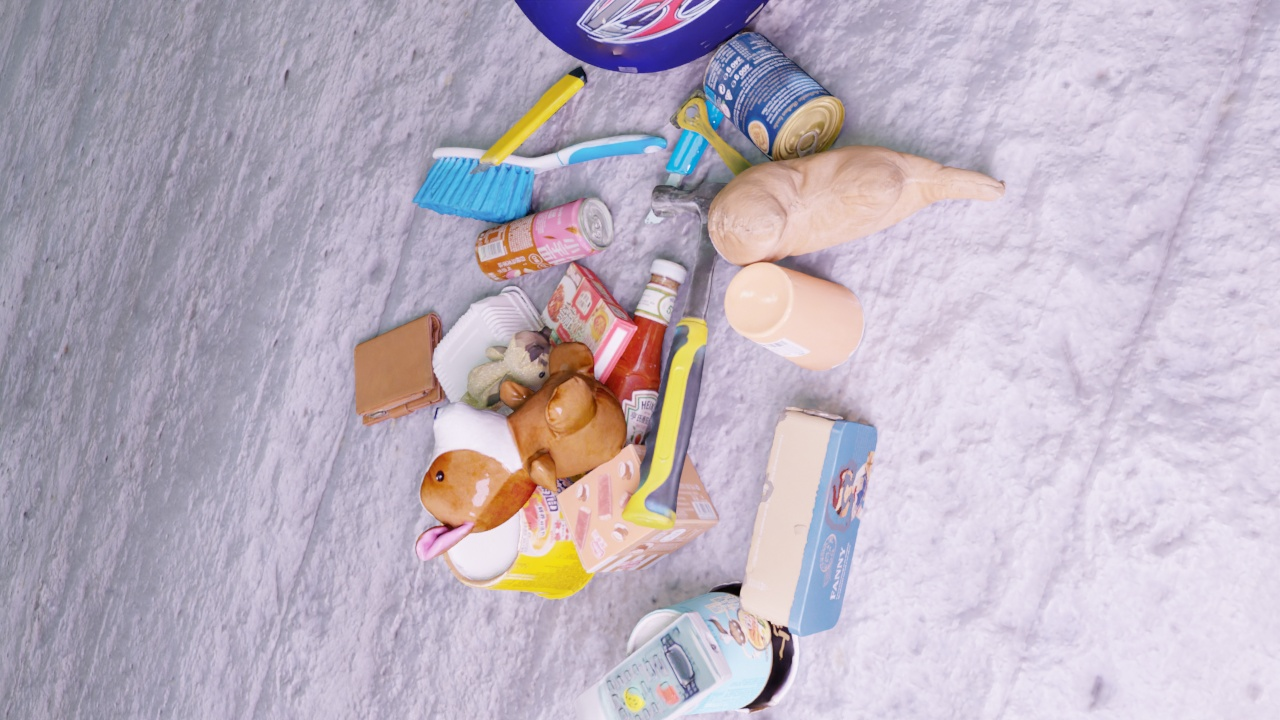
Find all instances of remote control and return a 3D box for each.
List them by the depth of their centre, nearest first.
[{"bbox_3d":[0.006,0.247,0.687,0.135,0.019,0.056,-43,60,22],"label":"remote control"}]

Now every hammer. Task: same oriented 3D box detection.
[{"bbox_3d":[0.044,-0.014,0.788,0.126,0.032,0.322,4,66,21],"label":"hammer"}]

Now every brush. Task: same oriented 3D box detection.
[{"bbox_3d":[-0.116,-0.197,0.980,0.315,0.060,0.109,14,86,33],"label":"brush"}]

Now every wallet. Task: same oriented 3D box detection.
[{"bbox_3d":[-0.282,0.013,1.070,0.132,0.031,0.107,-19,69,32],"label":"wallet"}]

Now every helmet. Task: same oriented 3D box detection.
[{"bbox_3d":[0.026,-0.397,0.801,0.316,0.246,0.240,-35,90,21],"label":"helmet"}]

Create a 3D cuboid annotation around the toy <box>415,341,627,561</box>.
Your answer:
[{"bbox_3d":[-0.113,0.074,0.773,0.200,0.130,0.140,-39,18,13],"label":"toy"}]

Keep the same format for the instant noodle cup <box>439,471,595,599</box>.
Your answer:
[{"bbox_3d":[-0.117,0.161,0.882,0.138,0.109,0.138,-8,77,35],"label":"instant noodle cup"}]

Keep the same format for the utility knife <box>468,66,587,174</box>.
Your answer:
[{"bbox_3d":[-0.117,-0.251,0.971,0.170,0.015,0.033,-45,43,-9],"label":"utility knife"}]

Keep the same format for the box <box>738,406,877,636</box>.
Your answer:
[{"bbox_3d":[0.133,0.131,0.727,0.060,0.089,0.184,9,90,34],"label":"box"}]

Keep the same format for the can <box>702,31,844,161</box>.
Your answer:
[{"bbox_3d":[0.115,-0.229,0.807,0.075,0.075,0.111,-48,59,18],"label":"can"}]

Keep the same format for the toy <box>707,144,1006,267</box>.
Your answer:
[{"bbox_3d":[0.164,-0.130,0.727,0.226,0.143,0.082,-13,110,5],"label":"toy"}]

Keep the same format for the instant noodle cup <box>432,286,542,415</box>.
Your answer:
[{"bbox_3d":[-0.151,0.016,0.961,0.138,0.060,0.173,-46,58,20],"label":"instant noodle cup"}]

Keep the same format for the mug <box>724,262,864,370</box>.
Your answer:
[{"bbox_3d":[0.121,-0.037,0.741,0.078,0.122,0.078,-6,79,34],"label":"mug"}]

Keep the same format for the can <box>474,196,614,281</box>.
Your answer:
[{"bbox_3d":[-0.102,-0.124,0.951,0.148,0.057,0.058,-11,76,33],"label":"can"}]

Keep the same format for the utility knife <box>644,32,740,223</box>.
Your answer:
[{"bbox_3d":[0.055,-0.218,0.882,0.034,0.018,0.198,34,102,23],"label":"utility knife"}]

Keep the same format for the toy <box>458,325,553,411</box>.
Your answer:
[{"bbox_3d":[-0.138,0.031,0.881,0.158,0.066,0.105,-44,19,25],"label":"toy"}]

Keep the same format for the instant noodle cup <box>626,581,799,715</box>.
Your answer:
[{"bbox_3d":[0.054,0.238,0.742,0.111,0.120,0.111,-7,78,34],"label":"instant noodle cup"}]

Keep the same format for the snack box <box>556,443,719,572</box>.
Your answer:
[{"bbox_3d":[-0.002,0.132,0.816,0.095,0.092,0.077,-37,63,24],"label":"snack box"}]

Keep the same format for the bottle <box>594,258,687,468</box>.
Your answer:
[{"bbox_3d":[-0.005,0.005,0.864,0.060,0.059,0.206,18,87,36],"label":"bottle"}]

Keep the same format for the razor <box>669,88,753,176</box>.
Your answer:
[{"bbox_3d":[0.080,-0.192,0.845,0.043,0.028,0.132,-43,72,16],"label":"razor"}]

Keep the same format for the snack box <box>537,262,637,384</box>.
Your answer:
[{"bbox_3d":[-0.054,-0.035,0.884,0.075,0.025,0.153,-59,30,13],"label":"snack box"}]
